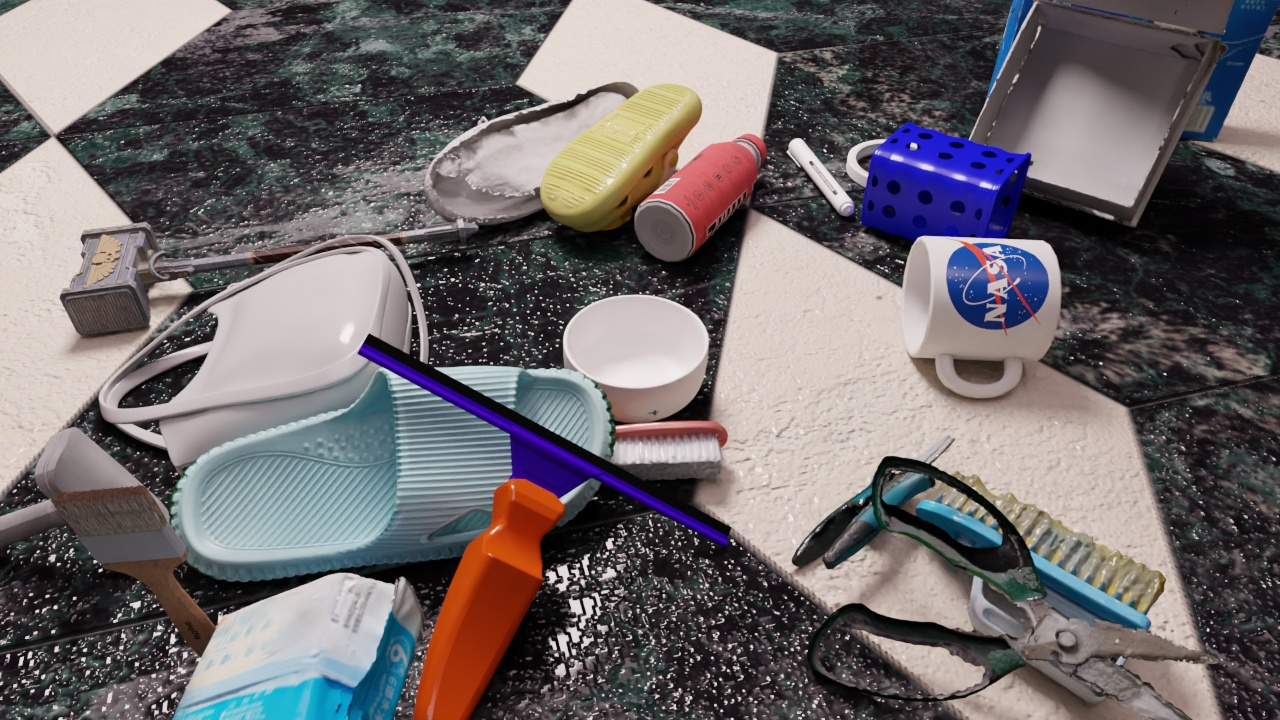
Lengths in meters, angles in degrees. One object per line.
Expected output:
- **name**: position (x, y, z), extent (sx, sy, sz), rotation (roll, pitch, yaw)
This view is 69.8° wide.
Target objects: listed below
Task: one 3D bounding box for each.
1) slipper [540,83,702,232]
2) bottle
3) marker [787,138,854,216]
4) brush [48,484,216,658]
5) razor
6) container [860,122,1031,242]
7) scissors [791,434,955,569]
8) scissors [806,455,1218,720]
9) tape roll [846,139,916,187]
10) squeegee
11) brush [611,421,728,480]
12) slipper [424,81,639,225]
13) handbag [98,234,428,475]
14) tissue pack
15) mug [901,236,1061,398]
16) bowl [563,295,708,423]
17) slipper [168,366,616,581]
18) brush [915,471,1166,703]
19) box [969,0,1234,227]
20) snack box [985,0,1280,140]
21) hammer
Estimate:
- **slipper**: position (-0.012, -0.180, 0.854), extent (0.092, 0.082, 0.190), rotation (27, 65, 33)
- **bottle**: position (0.064, -0.158, 0.841), extent (0.062, 0.062, 0.176), rotation (22, 45, 23)
- **marker**: position (0.176, -0.180, 0.902), extent (0.020, 0.017, 0.133), rotation (-37, 41, 14)
- **brush**: position (-0.238, 0.115, 0.464), extent (0.045, 0.143, 0.008), rotation (-6, 39, 5)
- **razor**: position (-0.364, 0.096, 0.553), extent (0.116, 0.088, 0.047), rotation (-20, 41, 6)
- **container**: position (0.268, -0.149, 0.815), extent (0.114, 0.085, 0.084), rotation (26, 46, 28)
- **scissors**: position (0.148, 0.088, 0.582), extent (0.139, 0.019, 0.128), rotation (-26, 9, 15)
- **scissors**: position (0.182, 0.153, 0.484), extent (0.209, 0.015, 0.154), rotation (35, 78, 30)
- **tape roll**: position (0.254, -0.195, 0.921), extent (0.093, 0.013, 0.092), rotation (-1, 41, 0)
- **squeegee**: position (-0.081, 0.124, 0.507), extent (0.249, 0.055, 0.184), rotation (30, 58, -16)
- **brush**: position (-0.027, 0.062, 0.610), extent (0.172, 0.041, 0.030), rotation (-1, 56, 2)
- **slipper**: position (-0.100, -0.199, 0.882), extent (0.246, 0.075, 0.112), rotation (-33, 82, -30)
- **handbag**: position (-0.279, -0.001, 0.671), extent (0.223, 0.096, 0.215), rotation (-13, 40, 4)
- **tissue pack**: position (-0.169, 0.163, 0.440), extent (0.145, 0.061, 0.092), rotation (-24, 37, 29)
- **mug**: position (0.251, -0.031, 0.686), extent (0.090, 0.091, 0.121), rotation (3, 76, 3)
- **bowl**: position (-0.004, 0.004, 0.662), extent (0.105, 0.054, 0.104), rotation (1, 40, -1)
- **slipper**: position (-0.148, 0.067, 0.554), extent (0.276, 0.069, 0.116), rotation (-11, 76, -7)
- **brush**: position (0.216, 0.124, 0.526), extent (0.136, 0.055, 0.075), rotation (32, 72, 31)
- **box**: position (0.419, -0.366, 0.746), extent (0.167, 0.507, 0.148), rotation (26, 43, 28)
- **snack box**: position (0.502, -0.336, 0.946), extent (0.239, 0.196, 0.056), rotation (9, 43, 9)
- **hammer**: position (-0.300, -0.090, 0.775), extent (0.321, 0.044, 0.098), rotation (-10, 42, -11)
